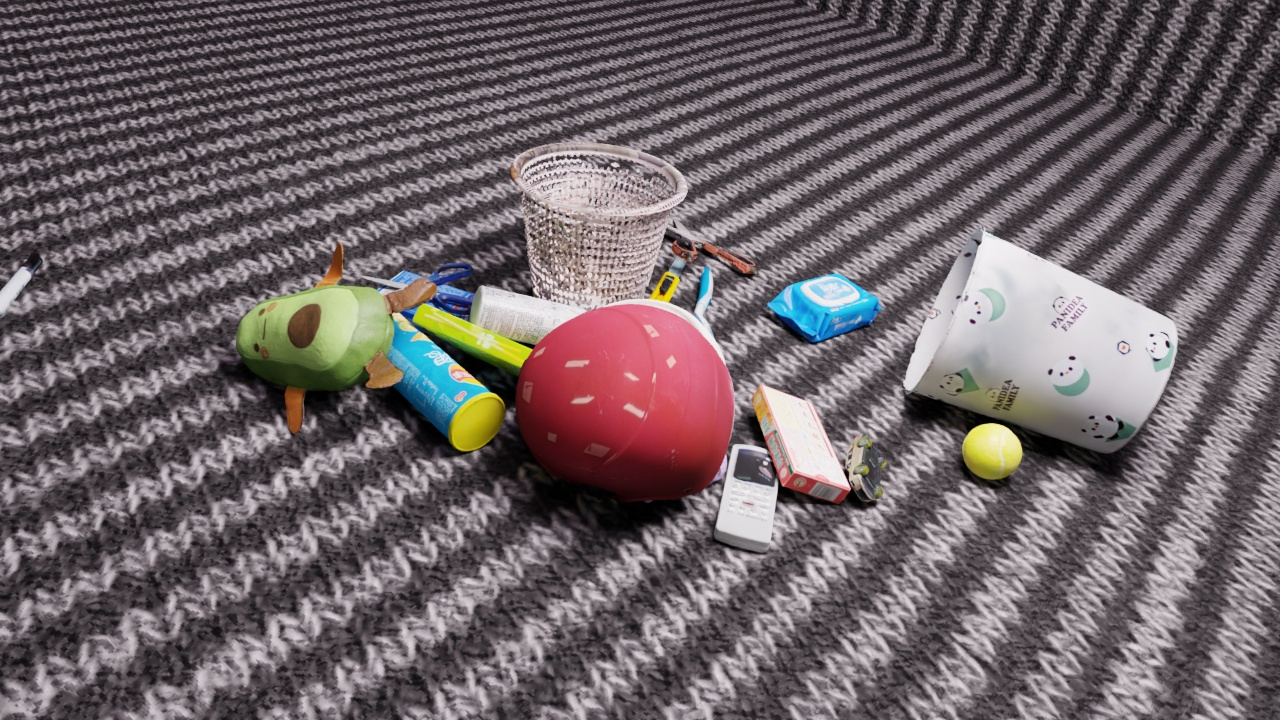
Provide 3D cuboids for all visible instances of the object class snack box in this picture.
[{"bbox_3d":[0.181,0.093,1.051,0.077,0.027,0.155,19,30,-21],"label":"snack box"},{"bbox_3d":[-0.184,-0.017,1.079,0.156,0.086,0.026,23,80,11],"label":"snack box"},{"bbox_3d":[-0.262,-0.066,1.185,0.157,0.026,0.084,19,36,13],"label":"snack box"}]

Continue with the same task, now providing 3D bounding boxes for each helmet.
[{"bbox_3d":[-0.030,0.034,0.929,0.240,0.144,0.206,-1,74,13],"label":"helmet"}]

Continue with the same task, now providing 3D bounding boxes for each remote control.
[{"bbox_3d":[0.117,0.144,0.986,0.058,0.021,0.149,14,35,5],"label":"remote control"}]

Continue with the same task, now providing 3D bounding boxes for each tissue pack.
[{"bbox_3d":[0.265,-0.079,1.315,0.156,0.052,0.095,-17,43,-34],"label":"tissue pack"}]

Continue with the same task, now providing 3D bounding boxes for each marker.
[{"bbox_3d":[-0.750,-0.091,1.100,0.018,0.023,0.130,8,33,-15],"label":"marker"}]

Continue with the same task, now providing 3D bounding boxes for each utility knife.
[{"bbox_3d":[0.034,-0.106,1.327,0.033,0.015,0.218,17,35,7],"label":"utility knife"}]

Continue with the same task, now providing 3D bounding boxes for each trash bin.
[{"bbox_3d":[-0.063,-0.160,1.217,0.227,0.192,0.227,6,33,-4],"label":"trash bin"},{"bbox_3d":[0.496,-0.016,1.151,0.252,0.230,0.228,23,36,8],"label":"trash bin"}]

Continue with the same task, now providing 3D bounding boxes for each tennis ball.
[{"bbox_3d":[0.412,0.107,1.075,0.065,0.066,0.065,7,35,-5],"label":"tennis ball"}]

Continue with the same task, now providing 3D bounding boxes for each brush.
[{"bbox_3d":[0.064,-0.057,1.240,0.109,0.061,0.314,9,32,-12],"label":"brush"}]

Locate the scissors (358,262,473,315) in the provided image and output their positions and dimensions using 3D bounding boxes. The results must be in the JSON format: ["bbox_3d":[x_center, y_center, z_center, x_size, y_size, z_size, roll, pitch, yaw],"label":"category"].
[{"bbox_3d":[-0.276,-0.093,1.182,0.162,0.012,0.175,27,38,22],"label":"scissors"}]

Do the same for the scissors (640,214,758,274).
[{"bbox_3d":[0.089,-0.182,1.432,0.189,0.015,0.225,17,22,-8],"label":"scissors"}]

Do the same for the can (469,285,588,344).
[{"bbox_3d":[-0.136,-0.050,1.142,0.146,0.058,0.058,11,32,-21],"label":"can"}]

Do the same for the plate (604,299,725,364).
[{"bbox_3d":[-0.006,0.006,1.065,0.205,0.046,0.204,-4,51,4],"label":"plate"}]

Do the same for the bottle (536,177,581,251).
[{"bbox_3d":[-0.124,-0.235,1.432,0.068,0.068,0.196,11,31,1],"label":"bottle"}]

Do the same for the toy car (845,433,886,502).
[{"bbox_3d":[0.252,0.123,1.033,0.042,0.035,0.090,52,31,-17],"label":"toy car"}]

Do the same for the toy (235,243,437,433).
[{"bbox_3d":[-0.347,-0.027,1.010,0.247,0.090,0.226,-3,63,24],"label":"toy"}]

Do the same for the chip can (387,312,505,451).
[{"bbox_3d":[-0.242,0.016,1.033,0.071,0.071,0.210,-23,46,-38],"label":"chip can"}]

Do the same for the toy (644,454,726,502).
[{"bbox_3d":[0.044,0.107,0.996,0.108,0.039,0.083,-7,71,-21],"label":"toy"}]
